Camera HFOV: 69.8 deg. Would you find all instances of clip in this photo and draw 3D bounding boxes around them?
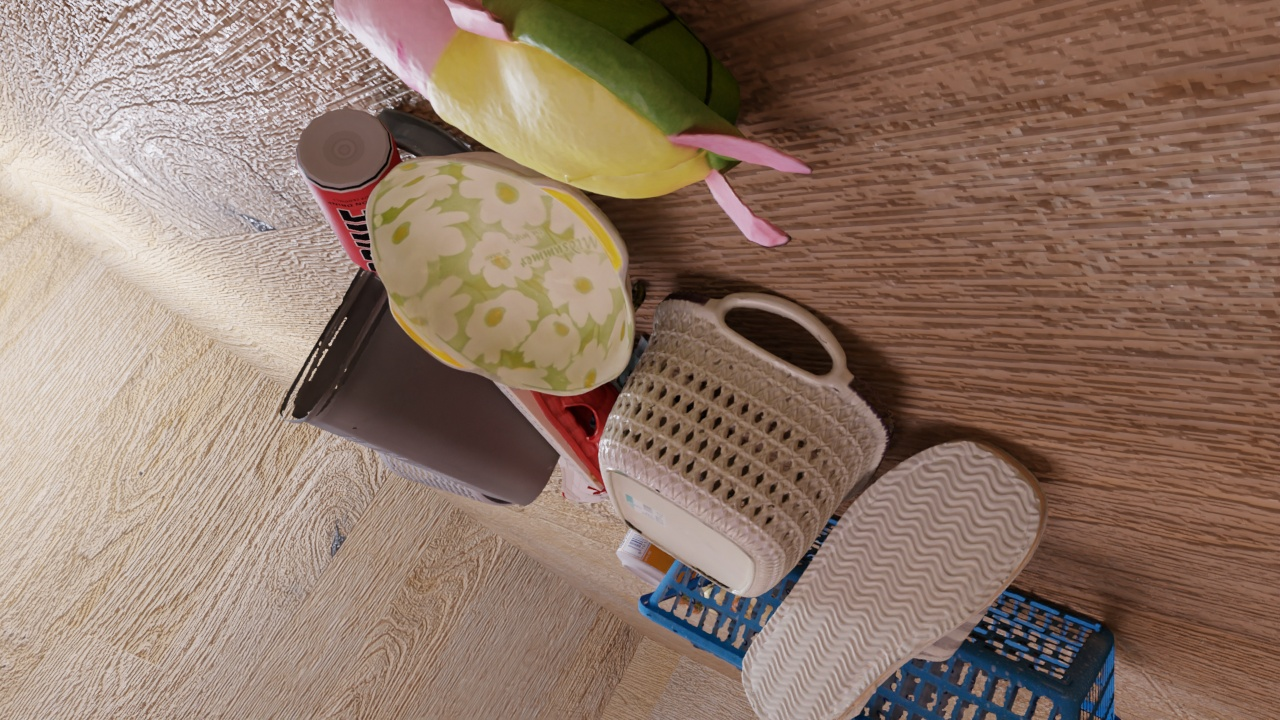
[{"bbox_3d":[-0.116,-0.106,0.679,0.172,0.030,0.164,32,163,3],"label":"clip"}]

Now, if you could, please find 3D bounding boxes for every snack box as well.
[{"bbox_3d":[-0.058,0.041,0.841,0.150,0.081,0.026,51,161,-25],"label":"snack box"}]

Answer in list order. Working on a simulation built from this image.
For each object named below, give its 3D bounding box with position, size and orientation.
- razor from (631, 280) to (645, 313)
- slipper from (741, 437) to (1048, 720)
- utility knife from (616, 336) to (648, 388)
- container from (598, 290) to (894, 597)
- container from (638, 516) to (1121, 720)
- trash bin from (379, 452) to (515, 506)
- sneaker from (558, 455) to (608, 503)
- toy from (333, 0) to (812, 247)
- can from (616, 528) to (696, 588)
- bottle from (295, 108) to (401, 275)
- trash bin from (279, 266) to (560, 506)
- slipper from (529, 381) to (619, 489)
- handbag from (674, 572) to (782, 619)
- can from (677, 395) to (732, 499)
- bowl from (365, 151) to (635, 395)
[{"bbox_3d":[-0.051,-0.056,0.666,0.106,0.026,0.042,18,165,-8],"label":"razor"},{"bbox_3d":[0.168,0.165,0.637,0.114,0.273,0.054,48,-153,23],"label":"slipper"},{"bbox_3d":[-0.005,0.005,0.811,0.022,0.015,0.148,40,159,6],"label":"utility knife"},{"bbox_3d":[0.064,0.068,0.658,0.185,0.143,0.252,32,162,15],"label":"container"},{"bbox_3d":[0.213,0.222,0.777,0.363,0.089,0.256,19,-171,32],"label":"container"},{"bbox_3d":[-0.214,0.093,1.148,0.184,0.156,0.156,10,153,42],"label":"trash bin"},{"bbox_3d":[-0.027,0.123,1.052,0.104,0.090,0.237,22,156,10],"label":"sneaker"},{"bbox_3d":[-0.032,-0.124,0.403,0.238,0.088,0.190,32,-178,14],"label":"toy"},{"bbox_3d":[0.042,0.157,0.921,0.079,0.142,0.079,28,162,10],"label":"can"},{"bbox_3d":[-0.191,-0.105,0.657,0.062,0.062,0.177,29,162,7],"label":"bottle"},{"bbox_3d":[-0.187,0.021,0.880,0.220,0.197,0.198,33,163,-25],"label":"trash bin"},{"bbox_3d":[-0.038,0.047,0.777,0.249,0.059,0.103,57,178,-31],"label":"slipper"},{"bbox_3d":[0.096,0.269,1.168,0.192,0.118,0.122,3,147,46],"label":"handbag"},{"bbox_3d":[0.047,0.076,0.845,0.137,0.053,0.054,41,160,-27],"label":"can"},{"bbox_3d":[-0.080,-0.064,0.593,0.188,0.060,0.220,44,140,-18],"label":"bowl"}]
